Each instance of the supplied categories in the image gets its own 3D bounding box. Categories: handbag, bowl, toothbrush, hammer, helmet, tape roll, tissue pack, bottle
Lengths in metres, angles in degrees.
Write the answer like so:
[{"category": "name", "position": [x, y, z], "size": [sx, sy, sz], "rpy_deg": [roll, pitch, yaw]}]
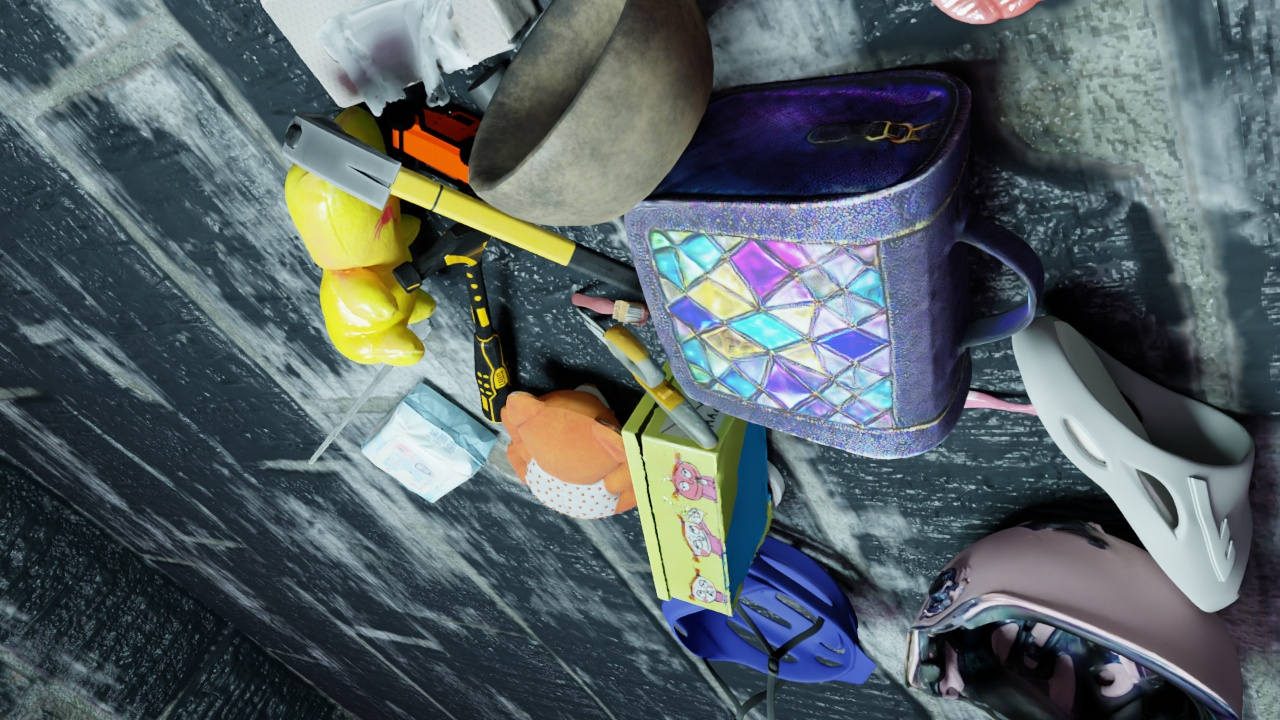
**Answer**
[{"category": "handbag", "position": [0.121, -0.055, 0.551], "size": [0.222, 0.125, 0.205], "rpy_deg": [10, 141, 29]}, {"category": "bowl", "position": [-0.024, -0.146, 0.516], "size": [0.070, 0.162, 0.163], "rpy_deg": [30, 148, -29]}, {"category": "toothbrush", "position": [0.239, 0.030, 0.673], "size": [0.135, 0.016, 0.021], "rpy_deg": [2, 136, 37]}, {"category": "hammer", "position": [-0.134, -0.025, 0.809], "size": [0.036, 0.123, 0.321], "rpy_deg": [48, 160, 19]}, {"category": "hammer", "position": [-0.076, -0.084, 0.621], "size": [0.324, 0.034, 0.170], "rpy_deg": [20, -172, -32]}, {"category": "helmet", "position": [0.104, 0.276, 0.892], "size": [0.241, 0.227, 0.148], "rpy_deg": [22, 135, 8]}, {"category": "tape roll", "position": [0.092, 0.112, 0.879], "size": [0.093, 0.013, 0.093], "rpy_deg": [19, 143, 14]}, {"category": "toothbrush", "position": [-0.031, -0.042, 0.697], "size": [0.015, 0.015, 0.184], "rpy_deg": [9, -176, -19]}, {"category": "tissue pack", "position": [-0.160, -0.220, 0.595], "size": [0.182, 0.071, 0.104], "rpy_deg": [-5, 132, 34]}, {"category": "tissue pack", "position": [-0.248, 0.101, 1.053], "size": [0.112, 0.069, 0.182], "rpy_deg": [37, 145, -13]}, {"category": "bottle", "position": [-0.074, -0.153, 0.647], "size": [0.030, 0.030, 0.113], "rpy_deg": [-10, 130, 42]}, {"category": "toothbrush", "position": [-0.252, 0.029, 0.867], "size": [0.010, 0.181, 0.010], "rpy_deg": [16, 147, 27]}, {"category": "helmet", "position": [0.338, 0.214, 0.709], "size": [0.230, 0.152, 0.256], "rpy_deg": [26, 151, 17]}]

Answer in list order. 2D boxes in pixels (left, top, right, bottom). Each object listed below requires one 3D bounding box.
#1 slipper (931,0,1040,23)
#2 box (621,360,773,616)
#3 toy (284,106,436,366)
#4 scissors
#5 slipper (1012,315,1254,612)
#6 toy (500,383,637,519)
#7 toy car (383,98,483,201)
[{"category": "slipper", "position": [0.207, -0.209, 0.357], "size": [0.103, 0.059, 0.250], "rpy_deg": [40, 145, -15]}, {"category": "box", "position": [0.056, 0.105, 0.784], "size": [0.082, 0.124, 0.221], "rpy_deg": [14, 138, 22]}, {"category": "toy", "position": [-0.225, -0.093, 0.731], "size": [0.087, 0.134, 0.194], "rpy_deg": [-4, 131, 2]}, {"category": "scissors", "position": [-0.005, 0.004, 0.705], "size": [0.134, 0.016, 0.228], "rpy_deg": [50, 176, -19]}, {"category": "slipper", "position": [0.332, 0.057, 0.574], "size": [0.081, 0.112, 0.266], "rpy_deg": [-34, 114, 31]}, {"category": "toy", "position": [-0.063, 0.083, 0.886], "size": [0.164, 0.092, 0.173], "rpy_deg": [17, 149, 11]}, {"category": "toy car", "position": [-0.139, -0.155, 0.672], "size": [0.100, 0.048, 0.051], "rpy_deg": [27, 146, 4]}]
